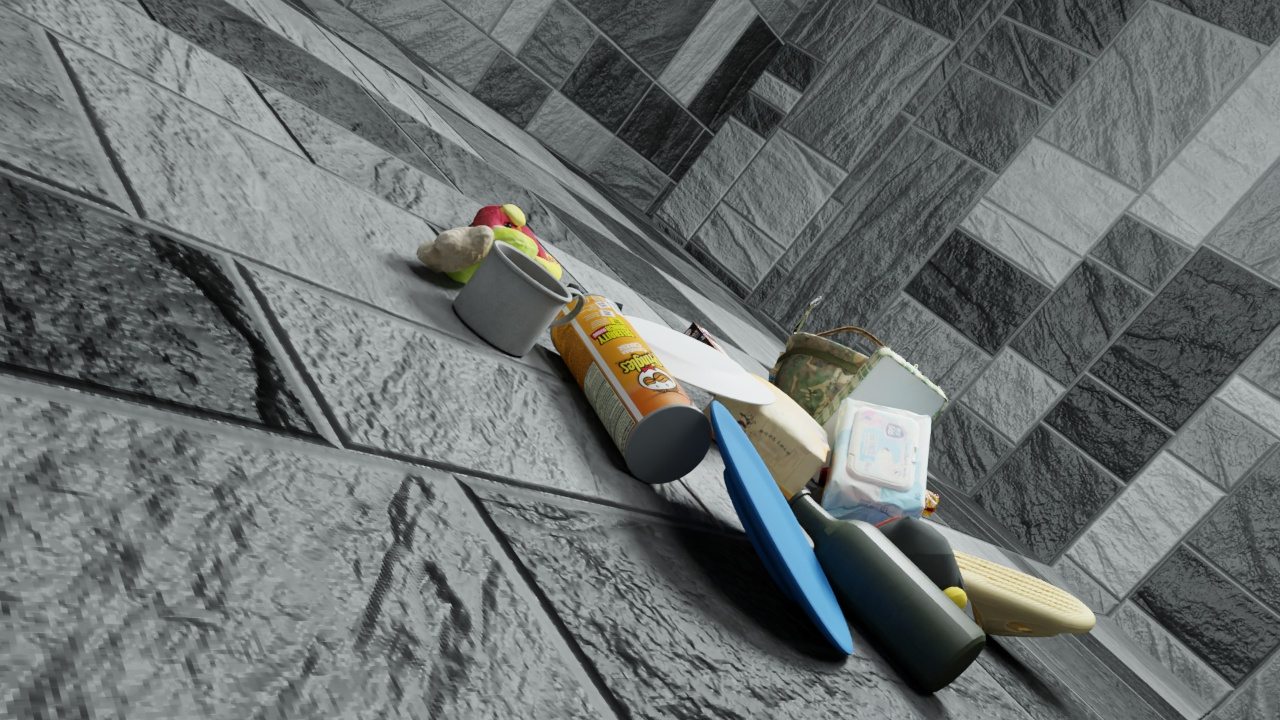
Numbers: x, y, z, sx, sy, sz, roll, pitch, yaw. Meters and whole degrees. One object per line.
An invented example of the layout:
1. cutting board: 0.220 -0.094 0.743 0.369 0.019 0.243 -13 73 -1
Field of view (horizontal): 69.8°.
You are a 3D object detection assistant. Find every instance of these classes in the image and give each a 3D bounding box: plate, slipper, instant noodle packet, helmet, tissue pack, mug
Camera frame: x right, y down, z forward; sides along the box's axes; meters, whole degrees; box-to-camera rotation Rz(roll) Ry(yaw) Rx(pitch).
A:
1. plate: 0.042 -0.012 1.027 0.242 0.016 0.242 22 11 -5
2. slipper: 0.430 0.300 1.143 0.261 0.079 0.111 20 10 4
3. plate: 0.105 0.136 0.742 0.224 0.024 0.224 58 9 -15
4. instant noodle packet: 0.304 0.168 1.179 0.135 0.039 0.099 15 -1 -16
5. helmet: 0.295 0.035 1.380 0.193 0.236 0.224 26 -8 14
6. tissue pack: 0.281 0.126 1.091 0.112 0.070 0.181 15 43 8
7. mug: -0.104 -0.050 0.818 0.113 0.070 0.084 28 15 -45

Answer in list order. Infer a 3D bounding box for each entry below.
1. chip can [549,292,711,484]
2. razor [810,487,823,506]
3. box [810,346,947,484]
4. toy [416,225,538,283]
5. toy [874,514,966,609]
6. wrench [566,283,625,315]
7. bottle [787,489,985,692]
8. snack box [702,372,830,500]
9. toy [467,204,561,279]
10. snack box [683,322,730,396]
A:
1. chip can: -0.015 0.018 0.820 0.075 0.075 0.215 31 13 -34
2. razor: 0.257 0.192 1.111 0.116 0.047 0.088 32 10 8
3. box: 0.305 0.091 1.240 0.117 0.206 0.050 36 17 -2
4. toy: -0.154 -0.099 0.849 0.115 0.092 0.046 3 74 -59
5. toy: 0.262 0.208 0.918 0.097 0.099 0.119 -3 -17 1
6. wrench: -0.005 -0.038 1.203 0.073 0.022 0.273 10 -14 41
7. bottle: 0.209 0.197 0.829 0.207 0.071 0.071 46 13 35
8. snack box: 0.159 0.081 1.123 0.145 0.081 0.195 39 10 8
9. toy: -0.148 -0.139 1.088 0.105 0.067 0.137 42 3 39
10. snack box: 0.095 -0.003 1.347 0.031 0.051 0.141 33 12 -27
